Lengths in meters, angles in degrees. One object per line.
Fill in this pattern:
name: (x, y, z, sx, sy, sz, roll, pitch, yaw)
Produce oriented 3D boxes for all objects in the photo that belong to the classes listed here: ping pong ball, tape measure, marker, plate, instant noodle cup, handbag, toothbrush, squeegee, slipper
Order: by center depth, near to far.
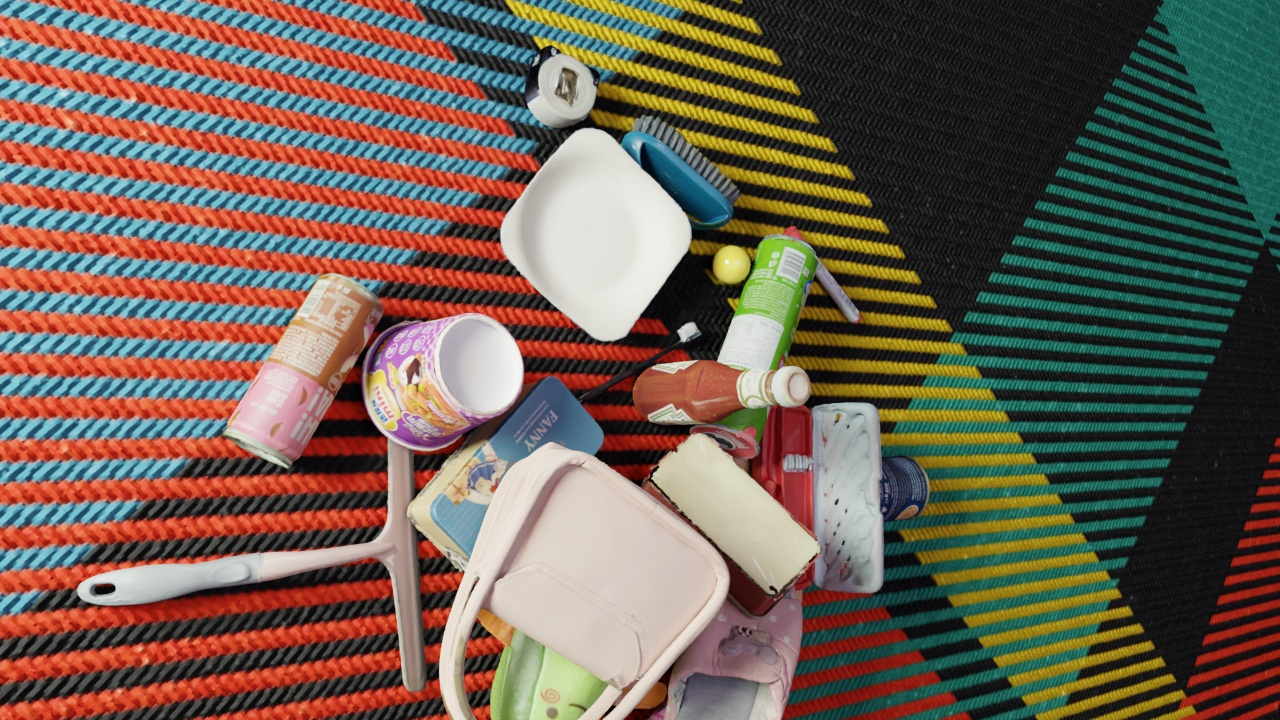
squeegee: (-0.280, 0.155, 0.694, 0.249, 0.040, 0.247, -3, 87, -34)
handbag: (-0.059, 0.204, 0.728, 0.193, 0.093, 0.233, 37, 73, -15)
instant noodle cup: (-0.155, 0.013, 0.744, 0.111, 0.099, 0.111, 12, 71, -39)
slipper: (0.082, 0.291, 0.848, 0.114, 0.055, 0.273, 17, 52, 9)
tape measure: (-0.075, -0.256, 0.873, 0.065, 0.034, 0.066, 17, 76, -30)
plate: (-0.044, -0.118, 0.873, 0.163, 0.034, 0.164, 43, 72, -22)
toothbrush: (-0.005, 0.005, 0.909, 0.180, 0.016, 0.018, -32, 97, -33)
ping pong ball: (0.096, -0.101, 0.972, 0.040, 0.040, 0.040, 4, 84, -34)
marker: (0.213, -0.098, 1.067, 0.145, 0.017, 0.017, 48, 62, -22)

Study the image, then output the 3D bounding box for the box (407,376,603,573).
box: (-0.110, 0.094, 0.797, 0.090, 0.061, 0.183, 49, 59, -21)

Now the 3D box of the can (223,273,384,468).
can: (-0.258, 0.006, 0.710, 0.058, 0.058, 0.147, 36, 67, -27)

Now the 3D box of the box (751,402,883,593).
box: (0.189, 0.144, 0.968, 0.118, 0.098, 0.201, 5, 83, -37)

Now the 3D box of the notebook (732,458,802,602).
notebook: (0.127, 0.154, 0.988, 0.149, 0.012, 0.211, 11, 80, -34)

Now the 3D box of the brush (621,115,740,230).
brush: (0.037, -0.179, 0.929, 0.144, 0.055, 0.073, 35, 67, -27)

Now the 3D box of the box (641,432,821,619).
box: (0.086, 0.150, 0.872, 0.168, 0.076, 0.091, 43, 58, 16)

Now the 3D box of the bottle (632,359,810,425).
bottle: (0.071, 0.029, 0.843, 0.059, 0.206, 0.059, 3, 85, -35)

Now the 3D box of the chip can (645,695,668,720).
chip can: (0.049, 0.349, 0.882, 0.210, 0.072, 0.071, -39, 107, -30)

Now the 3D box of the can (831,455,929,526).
can: (0.262, 0.147, 1.042, 0.111, 0.075, 0.075, 1, 85, -34)

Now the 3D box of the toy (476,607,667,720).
toy: (-0.055, 0.247, 0.808, 0.227, 0.090, 0.246, 37, 64, -23)

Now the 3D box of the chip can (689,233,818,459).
chip can: (0.122, -0.017, 0.954, 0.072, 0.072, 0.235, 34, 64, -27)
